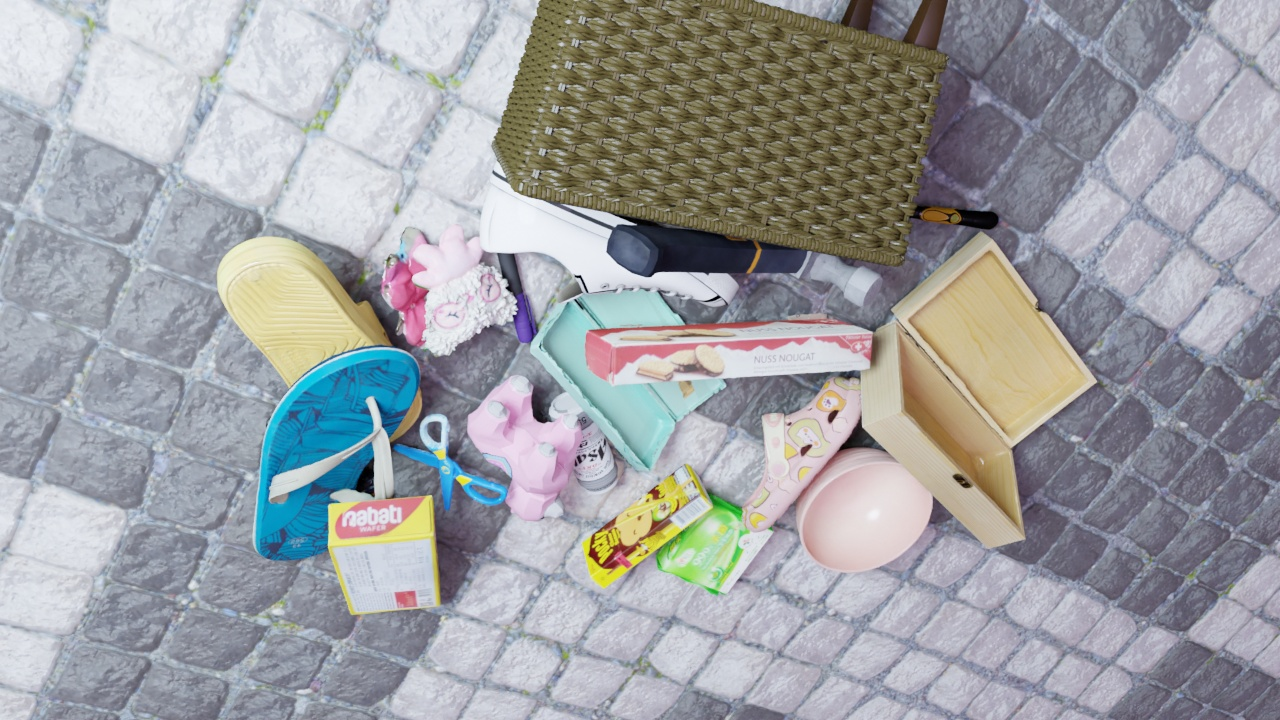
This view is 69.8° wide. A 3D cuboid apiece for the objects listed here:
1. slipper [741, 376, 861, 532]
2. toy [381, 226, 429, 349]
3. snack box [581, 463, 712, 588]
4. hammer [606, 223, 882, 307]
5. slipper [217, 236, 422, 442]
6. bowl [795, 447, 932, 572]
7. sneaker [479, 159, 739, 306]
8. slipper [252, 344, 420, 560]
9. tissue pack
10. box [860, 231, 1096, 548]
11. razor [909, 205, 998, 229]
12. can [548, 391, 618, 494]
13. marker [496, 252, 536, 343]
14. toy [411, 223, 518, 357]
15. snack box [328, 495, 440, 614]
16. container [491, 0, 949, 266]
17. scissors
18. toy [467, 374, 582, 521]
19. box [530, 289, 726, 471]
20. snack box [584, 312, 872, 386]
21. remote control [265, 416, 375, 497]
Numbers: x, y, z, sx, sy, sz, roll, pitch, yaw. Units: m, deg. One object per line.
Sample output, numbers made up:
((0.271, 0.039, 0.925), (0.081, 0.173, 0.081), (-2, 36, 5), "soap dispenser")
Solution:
((0.157, 0.088, 0.967), (0.081, 0.093, 0.197), (37, 98, 6), "slipper")
((-0.207, -0.060, 0.811), (0.050, 0.065, 0.102), (4, 124, 22), "toy")
((0.005, 0.176, 0.980), (0.149, 0.061, 0.025), (-38, 119, 7), "snack box")
((0.083, -0.086, 0.758), (0.311, 0.139, 0.035), (-8, 127, -55), "hammer")
((-0.271, -0.017, 0.798), (0.099, 0.078, 0.264), (-23, 142, -2), "slipper")
((0.236, 0.154, 1.017), (0.153, 0.076, 0.153), (-5, 118, -10), "bowl")
((-0.031, -0.084, 0.812), (0.245, 0.091, 0.097), (20, 105, -25), "sneaker")
((-0.281, 0.104, 0.822), (0.118, 0.060, 0.296), (6, 132, -33), "slipper")
((0.084, 0.207, 1.033), (0.099, 0.034, 0.114), (27, 106, -23), "tissue pack")
((0.352, 0.036, 0.977), (0.247, 0.119, 0.252), (42, 78, -29), "box")
((0.293, -0.145, 0.908), (0.144, 0.021, 0.044), (3, 116, -18), "razor")
((-0.056, 0.083, 0.926), (0.044, 0.044, 0.107), (-21, 120, -3), "can")
((-0.117, -0.076, 0.844), (0.018, 0.015, 0.134), (-21, 121, -20), "marker")
((-0.157, -0.062, 0.800), (0.095, 0.041, 0.109), (-35, 125, -28), "toy")
((-0.243, 0.192, 0.885), (0.092, 0.042, 0.201), (-3, 148, -12), "snack box")
((0.066, -0.220, 0.727), (0.320, 0.176, 0.205), (8, 111, -18), "container")
((-0.186, 0.103, 0.888), (0.125, 0.013, 0.127), (17, 125, 13), "scissors")
((-0.114, 0.093, 0.893), (0.123, 0.067, 0.158), (36, 142, 5), "toy")
((-0.010, 0.004, 0.900), (0.138, 0.055, 0.187), (-48, 121, -19), "box")
((0.086, -0.013, 0.867), (0.272, 0.077, 0.044), (-4, 104, -22), "snack box")
((-0.298, 0.095, 0.887), (0.045, 0.021, 0.140), (-28, 125, 4), "remote control")
